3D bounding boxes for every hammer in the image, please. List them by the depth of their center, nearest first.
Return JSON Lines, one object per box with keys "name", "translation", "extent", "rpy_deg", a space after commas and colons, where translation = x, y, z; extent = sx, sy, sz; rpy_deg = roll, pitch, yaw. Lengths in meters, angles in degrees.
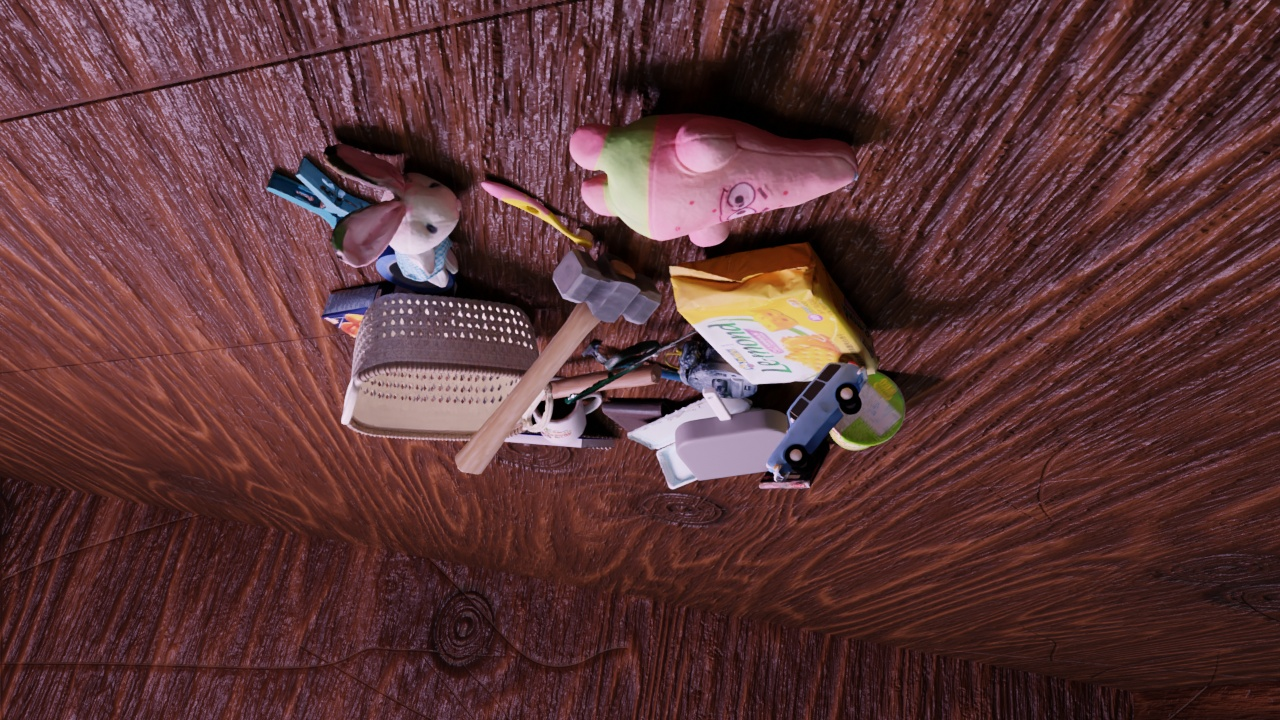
{"name": "hammer", "translation": [-0.113, 0.014, 1.041], "extent": [0.117, 0.051, 0.324], "rpy_deg": [17, 123, -42]}
{"name": "hammer", "translation": [-0.107, 0.037, 1.261], "extent": [0.329, 0.097, 0.052], "rpy_deg": [-11, 149, 37]}

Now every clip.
{"name": "clip", "translation": [-0.315, -0.169, 0.966], "extent": [0.113, 0.028, 0.127], "rpy_deg": [-2, 153, 31]}

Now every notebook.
{"name": "notebook", "translation": [-0.165, 0.130, 1.516], "extent": [0.209, 0.022, 0.171], "rpy_deg": [3, 176, 17]}

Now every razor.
{"name": "razor", "translation": [-0.007, 0.007, 1.240], "extent": [0.144, 0.022, 0.042], "rpy_deg": [16, 157, -15]}

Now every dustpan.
{"name": "dustpan", "translation": [0.124, 0.100, 1.239], "extent": [0.163, 0.033, 0.257], "rpy_deg": [-10, 153, 15]}

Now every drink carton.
{"name": "drink carton", "translation": [-0.344, -0.066, 1.189], "extent": [0.130, 0.040, 0.064], "rpy_deg": [-5, 153, 32]}

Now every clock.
{"name": "clock", "translation": [0.093, 0.010, 1.164], "extent": [0.129, 0.052, 0.090], "rpy_deg": [6, 157, 7]}

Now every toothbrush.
{"name": "toothbrush", "translation": [-0.102, -0.150, 0.931], "extent": [0.135, 0.016, 0.021], "rpy_deg": [28, 153, -30]}

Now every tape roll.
{"name": "tape roll", "translation": [-0.265, -0.109, 1.087], "extent": [0.093, 0.016, 0.091], "rpy_deg": [10, 157, 0]}

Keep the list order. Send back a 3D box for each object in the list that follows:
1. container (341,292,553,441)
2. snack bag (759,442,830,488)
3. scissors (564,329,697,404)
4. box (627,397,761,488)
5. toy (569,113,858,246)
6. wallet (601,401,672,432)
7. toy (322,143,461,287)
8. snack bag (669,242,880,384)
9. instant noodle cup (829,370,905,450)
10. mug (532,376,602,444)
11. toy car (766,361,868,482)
{"name": "container", "translation": [-0.239, 0.013, 1.132], "extent": [0.245, 0.142, 0.185], "rpy_deg": [5, 148, -25]}
{"name": "snack bag", "translation": [0.231, 0.155, 1.363], "extent": [0.075, 0.018, 0.154], "rpy_deg": [-4, -166, 25]}
{"name": "scissors", "translation": [-0.013, 0.002, 1.084], "extent": [0.202, 0.015, 0.204], "rpy_deg": [-29, 173, 5]}
{"name": "box", "translation": [0.089, 0.116, 1.352], "extent": [0.198, 0.075, 0.125], "rpy_deg": [-28, 129, 35]}
{"name": "toy", "translation": [0.061, -0.152, 0.764], "extent": [0.237, 0.096, 0.192], "rpy_deg": [-1, 164, 7]}
{"name": "wallet", "translation": [0.008, 0.093, 1.421], "extent": [0.099, 0.031, 0.120], "rpy_deg": [2, 158, 24]}
{"name": "toy", "translation": [-0.224, -0.130, 0.934], "extent": [0.106, 0.131, 0.205], "rpy_deg": [-12, 159, 10]}
{"name": "snack bag", "translation": [0.151, -0.048, 0.989], "extent": [0.160, 0.068, 0.247], "rpy_deg": [-4, 154, 30]}
{"name": "instant noodle cup", "translation": [0.283, 0.072, 1.187], "extent": [0.099, 0.098, 0.108], "rpy_deg": [7, 165, 8]}
{"name": "mug", "translation": [-0.108, 0.071, 1.377], "extent": [0.105, 0.073, 0.090], "rpy_deg": [-19, 157, -6]}
{"name": "toy car", "translation": [0.186, 0.064, 0.988], "extent": [0.055, 0.153, 0.056], "rpy_deg": [39, 179, 24]}
